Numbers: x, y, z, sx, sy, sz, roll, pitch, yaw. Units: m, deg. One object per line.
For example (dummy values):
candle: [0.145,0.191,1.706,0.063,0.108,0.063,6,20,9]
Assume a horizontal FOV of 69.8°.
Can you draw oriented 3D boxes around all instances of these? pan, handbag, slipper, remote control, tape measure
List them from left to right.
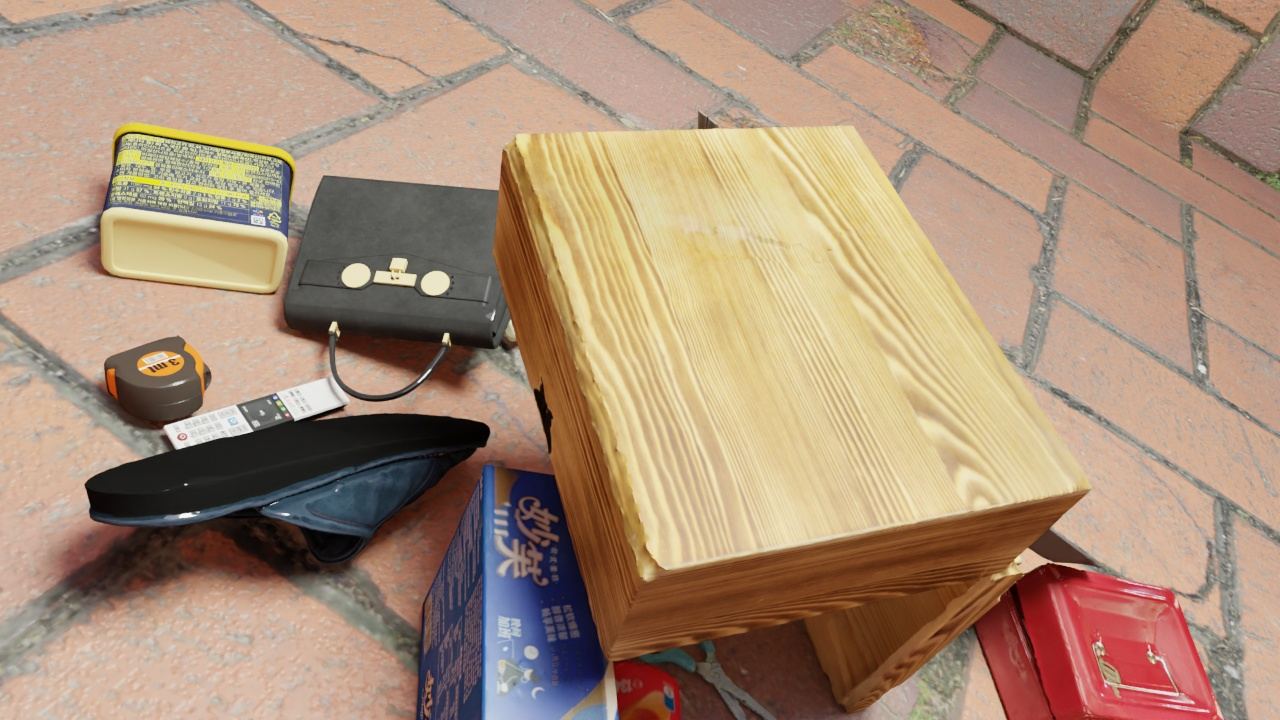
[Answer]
tape measure: [-0.326,0.016,0.628,0.059,0.038,0.058,30,36,24]
remote control: [-0.269,0.040,0.652,0.124,0.012,0.028,-21,59,-43]
slipper: [-0.210,0.089,0.593,0.109,0.083,0.264,5,10,34]
handbag: [-0.190,-0.048,0.728,0.176,0.072,0.195,6,52,4]
pan: [0.257,0.101,0.683,0.216,0.024,0.354,38,6,12]

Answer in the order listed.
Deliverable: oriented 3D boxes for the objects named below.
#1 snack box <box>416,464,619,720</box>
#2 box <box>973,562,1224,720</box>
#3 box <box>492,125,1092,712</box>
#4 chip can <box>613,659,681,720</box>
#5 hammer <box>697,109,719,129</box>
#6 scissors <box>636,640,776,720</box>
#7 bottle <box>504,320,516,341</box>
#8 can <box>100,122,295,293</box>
snack box: [-0.073,0.185,0.494,0.069,0.155,0.202,13,41,-20]
box: [0.368,0.246,0.744,0.157,0.098,0.129,16,45,-19]
box: [0.068,0.063,0.598,0.285,0.337,0.278,-8,52,-17]
chip can: [-0.007,0.283,0.494,0.073,0.073,0.232,16,40,-15]
hammer: [-0.033,-0.131,0.895,0.034,0.170,0.323,43,54,17]
scissors: [0.050,0.209,0.659,0.142,0.015,0.094,39,40,4]
bottle: [-0.059,-0.058,0.854,0.045,0.045,0.184,41,41,15]
can: [-0.350,-0.118,0.731,0.135,0.075,0.104,6,47,-25]
